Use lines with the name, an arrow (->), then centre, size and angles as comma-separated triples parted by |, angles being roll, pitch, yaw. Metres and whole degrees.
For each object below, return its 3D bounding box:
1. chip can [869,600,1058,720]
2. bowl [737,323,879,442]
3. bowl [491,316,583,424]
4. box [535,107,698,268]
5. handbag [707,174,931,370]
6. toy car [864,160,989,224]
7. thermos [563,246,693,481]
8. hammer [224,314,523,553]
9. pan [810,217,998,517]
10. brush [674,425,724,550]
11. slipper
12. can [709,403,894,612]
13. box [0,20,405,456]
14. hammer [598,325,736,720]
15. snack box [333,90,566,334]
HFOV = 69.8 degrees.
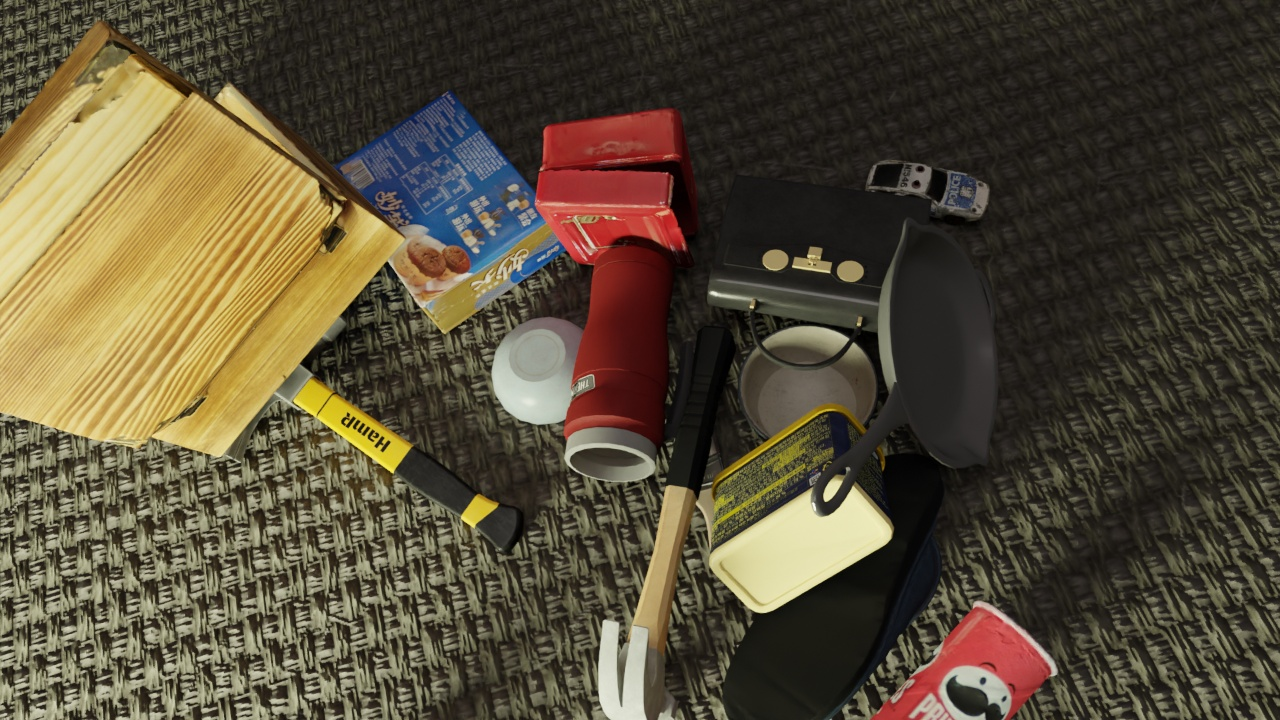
chip can -> 0.194, 0.282, 0.662 | 0.232, 0.073, 0.073 | -43, 66, -9
bowl -> 0.143, 0.033, 0.787 | 0.115, 0.059, 0.115 | -4, 66, 8
bowl -> -0.091, 0.003, 0.852 | 0.106, 0.039, 0.106 | -4, 66, 8
box -> -0.014, -0.150, 0.834 | 0.130, 0.157, 0.097 | -1, 76, 9
handbag -> 0.146, -0.064, 0.789 | 0.176, 0.072, 0.195 | 10, 48, 14
toy car -> 0.270, -0.162, 0.864 | 0.113, 0.040, 0.048 | 14, 70, 15
thermos -> -0.005, 0.005, 0.812 | 0.108, 0.084, 0.198 | 19, 58, -20
hammer -> -0.242, 0.082, 0.851 | 0.324, 0.034, 0.169 | 30, 75, 19
pan -> 0.203, 0.017, 0.695 | 0.024, 0.216, 0.353 | -9, 19, 42
brush -> 0.058, 0.111, 0.794 | 0.039, 0.012, 0.151 | -15, 66, 4
slipper -> 0.166, 0.190, 0.697 | 0.109, 0.083, 0.264 | -4, 37, 48
can -> 0.120, 0.113, 0.699 | 0.135, 0.104, 0.075 | -38, 105, 22
box -> -0.418, -0.107, 0.756 | 0.286, 0.336, 0.279 | 41, 89, 28
hammer -> 0.030, 0.121, 0.738 | 0.039, 0.131, 0.327 | 6, 63, 18
snack box -> -0.194, -0.152, 0.923 | 0.155, 0.069, 0.202 | -36, 65, -7
